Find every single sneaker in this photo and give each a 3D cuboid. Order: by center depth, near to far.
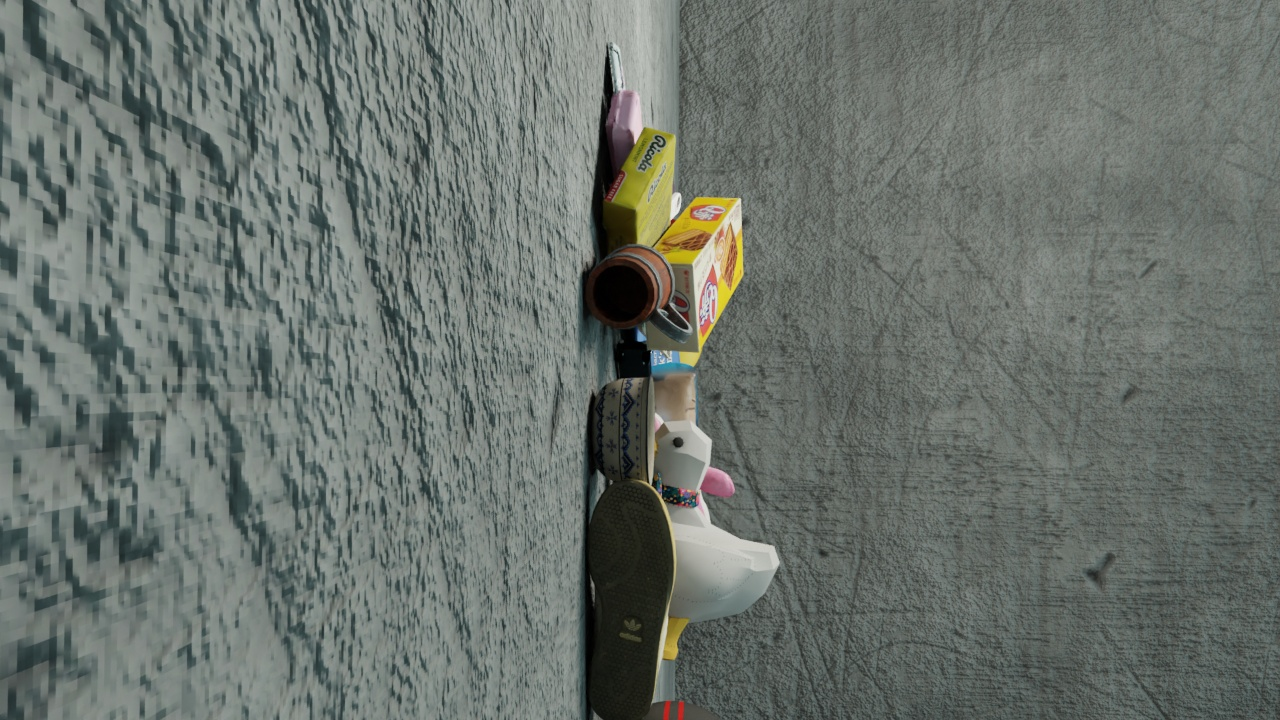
[{"bbox_3d":[-0.004,0.235,0.928,0.102,0.089,0.241,-16,111,-76],"label":"sneaker"}]

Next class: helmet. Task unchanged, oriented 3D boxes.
[{"bbox_3d":[0.032,0.435,0.929,0.265,0.164,0.169,73,19,-77],"label":"helmet"}]

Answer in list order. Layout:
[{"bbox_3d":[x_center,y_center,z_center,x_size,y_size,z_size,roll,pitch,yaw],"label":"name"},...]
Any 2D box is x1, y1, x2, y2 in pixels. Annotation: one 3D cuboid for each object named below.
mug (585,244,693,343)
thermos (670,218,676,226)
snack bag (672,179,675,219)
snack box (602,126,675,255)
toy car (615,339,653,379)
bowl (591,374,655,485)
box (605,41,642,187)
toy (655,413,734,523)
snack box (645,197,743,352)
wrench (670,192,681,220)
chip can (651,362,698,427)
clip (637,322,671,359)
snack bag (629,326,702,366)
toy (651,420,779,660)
[{"bbox_3d":[0.003,-0.061,0.906,0.081,0.117,0.111,-54,179,13],"label":"mug"},{"bbox_3d":[0.036,-0.125,1.470,0.107,0.084,0.199,-79,166,-62],"label":"thermos"},{"bbox_3d":[0.025,-0.266,1.479,0.205,0.058,0.096,77,15,-72],"label":"snack bag"},{"bbox_3d":[-0.003,-0.151,1.019,0.181,0.045,0.121,91,20,-57],"label":"snack box"},{"bbox_3d":[-0.007,0.007,1.169,0.112,0.046,0.034,86,7,-57],"label":"toy car"},{"bbox_3d":[-0.018,0.072,0.941,0.115,0.059,0.115,2,88,-85],"label":"bowl"},{"bbox_3d":[-0.013,-0.255,1.092,0.201,0.045,0.154,80,10,-61],"label":"box"},{"bbox_3d":[0.026,0.195,1.184,0.127,0.187,0.266,-35,108,-38],"label":"toy"},{"bbox_3d":[0.066,-0.106,1.085,0.229,0.062,0.110,-56,146,-56],"label":"snack box"},{"bbox_3d":[0.021,-0.196,1.335,0.272,0.018,0.066,-56,153,-59],"label":"wrench"},{"bbox_3d":[0.046,0.121,1.269,0.079,0.080,0.230,-77,165,-69],"label":"chip can"},{"bbox_3d":[0.025,-0.088,1.157,0.126,0.092,0.151,49,34,-65],"label":"clip"},{"bbox_3d":[0.025,-0.044,1.319,0.204,0.102,0.159,-62,154,-53],"label":"snack bag"},{"bbox_3d":[0.049,0.211,1.079,0.141,0.246,0.267,173,-63,-78],"label":"toy"}]
